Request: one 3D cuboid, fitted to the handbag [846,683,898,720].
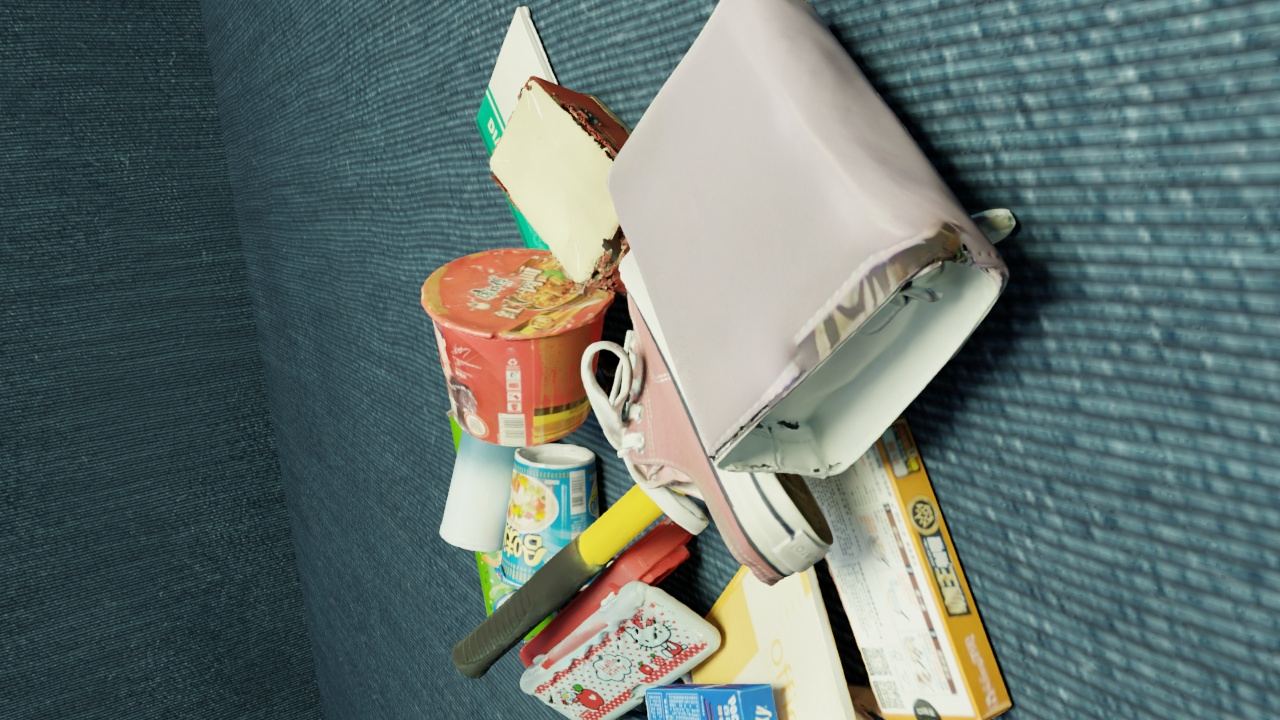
[{"bbox_3d":[0.139,0.285,0.505,0.234,0.093,0.194,-123,34,-52],"label":"handbag"}]

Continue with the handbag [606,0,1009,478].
[{"bbox_3d":[0.070,-0.064,0.438,0.145,0.098,0.196,-58,39,40],"label":"handbag"}]

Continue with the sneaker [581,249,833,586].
[{"bbox_3d":[0.021,0.027,0.518,0.088,0.118,0.240,-34,48,13],"label":"sneaker"}]

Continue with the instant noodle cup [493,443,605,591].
[{"bbox_3d":[-0.076,0.133,0.798,0.099,0.099,0.110,19,108,57],"label":"instant noodle cup"}]

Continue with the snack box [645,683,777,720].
[{"bbox_3d":[0.046,0.254,0.591,0.157,0.026,0.084,138,127,-62],"label":"snack box"}]

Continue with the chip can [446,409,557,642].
[{"bbox_3d":[-0.135,0.158,0.905,0.072,0.072,0.236,-27,73,60],"label":"chip can"}]

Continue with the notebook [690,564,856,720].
[{"bbox_3d":[0.075,0.208,0.594,0.207,0.010,0.145,113,155,-46],"label":"notebook"}]

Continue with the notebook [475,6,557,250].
[{"bbox_3d":[-0.088,-0.168,0.786,0.151,0.012,0.209,-48,59,56],"label":"notebook"}]

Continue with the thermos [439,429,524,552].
[{"bbox_3d":[-0.129,0.059,0.824,0.070,0.070,0.220,24,104,55],"label":"thermos"}]

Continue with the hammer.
[{"bbox_3d":[-0.034,0.131,0.632,0.301,0.032,0.128,-45,50,24],"label":"hammer"}]

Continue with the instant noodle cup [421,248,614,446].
[{"bbox_3d":[-0.093,-0.008,0.693,0.138,0.137,0.109,43,140,46],"label":"instant noodle cup"}]

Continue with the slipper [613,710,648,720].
[{"bbox_3d":[0.029,0.365,0.696,0.253,0.095,0.105,14,110,54],"label":"slipper"}]

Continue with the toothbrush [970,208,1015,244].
[{"bbox_3d":[0.113,-0.047,0.474,0.188,0.017,0.016,-16,84,61],"label":"toothbrush"}]

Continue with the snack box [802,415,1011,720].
[{"bbox_3d":[0.134,0.112,0.487,0.075,0.026,0.153,-37,68,58],"label":"snack box"}]

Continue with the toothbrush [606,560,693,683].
[{"bbox_3d":[0.019,0.232,0.737,0.020,0.029,0.189,-44,49,7],"label":"toothbrush"}]

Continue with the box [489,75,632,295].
[{"bbox_3d":[-0.045,-0.122,0.638,0.168,0.077,0.091,52,122,38],"label":"box"}]

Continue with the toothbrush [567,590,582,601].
[{"bbox_3d":[-0.071,0.229,0.894,0.190,0.016,0.014,-36,70,57],"label":"toothbrush"}]

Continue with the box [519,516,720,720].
[{"bbox_3d":[-0.013,0.217,0.707,0.100,0.095,0.202,50,132,11],"label":"box"}]

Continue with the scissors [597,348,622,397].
[{"bbox_3d":[-0.004,0.000,0.689,0.221,0.021,0.233,-4,96,60],"label":"scissors"}]
